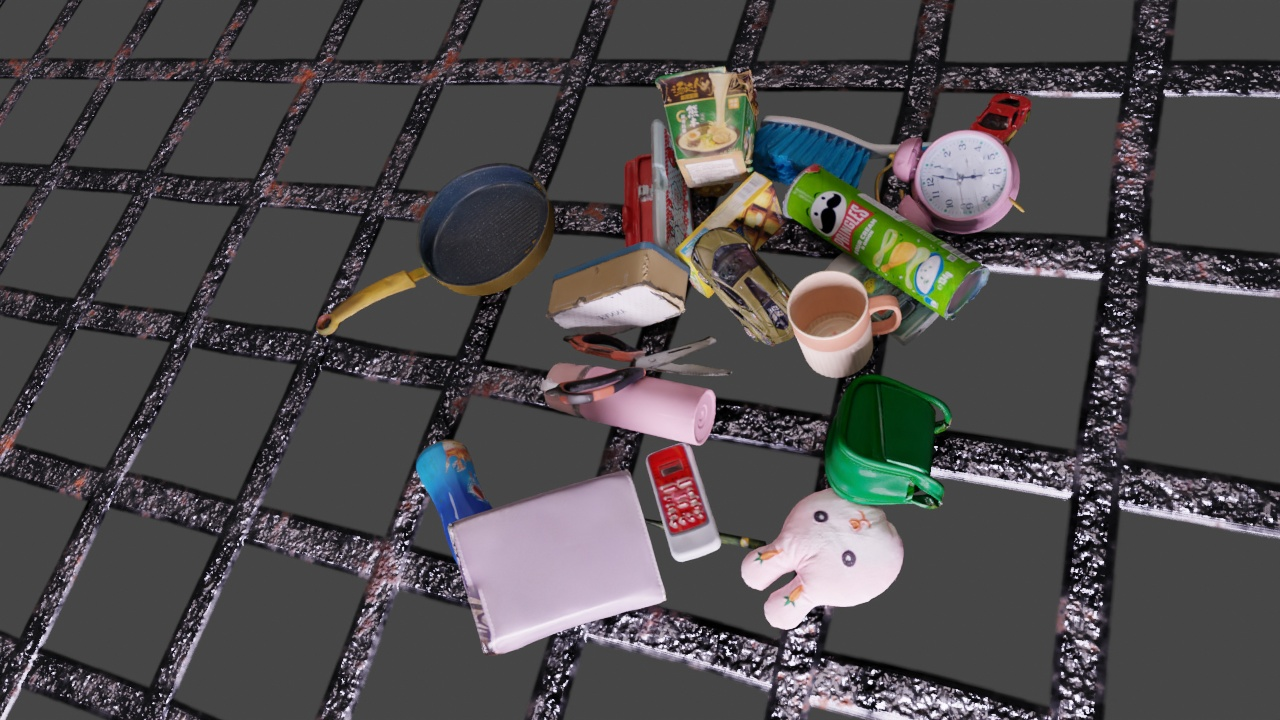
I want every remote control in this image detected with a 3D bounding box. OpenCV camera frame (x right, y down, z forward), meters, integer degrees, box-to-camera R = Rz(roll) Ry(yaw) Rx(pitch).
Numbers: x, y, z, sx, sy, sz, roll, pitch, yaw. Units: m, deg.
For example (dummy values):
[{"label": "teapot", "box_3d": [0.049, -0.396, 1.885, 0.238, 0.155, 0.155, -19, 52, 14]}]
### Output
[{"label": "remote control", "box_3d": [0.046, 0.153, 1.008, 0.056, 0.020, 0.135, -19, 52, 4]}, {"label": "remote control", "box_3d": [0.273, -0.077, 1.052, 0.056, 0.019, 0.135, -41, 59, -3]}]

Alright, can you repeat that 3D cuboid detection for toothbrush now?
[{"label": "toothbrush", "box_3d": [0.047, 0.189, 1.006, 0.186, 0.012, 0.017, 7, 73, 22]}]

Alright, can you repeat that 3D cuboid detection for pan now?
[{"label": "pan", "box_3d": [-0.279, -0.138, 1.245, 0.357, 0.078, 0.197, -39, 58, -2]}]

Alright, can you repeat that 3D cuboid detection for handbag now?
[{"label": "handbag", "box_3d": [0.253, 0.086, 0.936, 0.120, 0.068, 0.131, 16, 45, 9]}, {"label": "handbag", "box_3d": [-0.087, 0.211, 0.962, 0.197, 0.098, 0.145, -16, 76, -11]}]

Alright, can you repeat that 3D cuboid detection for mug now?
[{"label": "mug", "box_3d": [0.225, -0.040, 1.000, 0.115, 0.106, 0.081, -12, 62, 14]}]

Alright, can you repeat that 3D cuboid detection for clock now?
[{"label": "clock", "box_3d": [0.347, -0.202, 1.040, 0.159, 0.059, 0.117, -7, 90, 23]}]

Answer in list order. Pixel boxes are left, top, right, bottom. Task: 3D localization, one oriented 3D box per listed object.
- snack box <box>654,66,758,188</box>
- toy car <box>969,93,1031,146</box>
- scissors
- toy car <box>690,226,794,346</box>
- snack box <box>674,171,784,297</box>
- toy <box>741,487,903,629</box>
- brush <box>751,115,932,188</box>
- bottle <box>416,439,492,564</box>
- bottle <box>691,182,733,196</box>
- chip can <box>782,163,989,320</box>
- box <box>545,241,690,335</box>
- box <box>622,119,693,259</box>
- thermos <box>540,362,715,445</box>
[{"label": "snack box", "box_3d": [0.083, -0.273, 1.102, 0.118, 0.118, 0.105, -5, 74, 14]}, {"label": "toy car", "box_3d": [0.422, -0.281, 1.079, 0.049, 0.031, 0.106, 24, 56, 29]}, {"label": "scissors", "box_3d": [-0.007, 0.006, 1.054, 0.223, 0.015, 0.188, 10, 31, 23]}, {"label": "toy car", "box_3d": [0.123, -0.085, 1.057, 0.070, 0.042, 0.158, -45, 99, -6]}, {"label": "snack box", "box_3d": [0.110, -0.151, 1.107, 0.140, 0.087, 0.034, -43, 59, -5]}, {"label": "toy", "box_3d": [0.183, 0.201, 0.929, 0.159, 0.054, 0.121, -36, 58, 5]}, {"label": "brush", "box_3d": [0.277, -0.246, 1.118, 0.315, 0.060, 0.109, 22, 70, 24]}, {"label": "bottle", "box_3d": [-0.196, 0.192, 1.060, 0.065, 0.065, 0.218, -33, 59, 2]}, {"label": "bottle", "box_3d": [0.097, -0.300, 1.203, 0.057, 0.057, 0.174, -4, 64, 18]}, {"label": "chip can", "box_3d": [0.270, -0.136, 1.031, 0.072, 0.072, 0.236, -46, 61, -7]}, {"label": "box", "box_3d": [-0.024, -0.080, 1.087, 0.185, 0.089, 0.061, -15, 58, 38]}, {"label": "box", "box_3d": [0.016, -0.200, 1.158, 0.095, 0.102, 0.201, -9, 62, 14]}, {"label": "thermos", "box_3d": [-0.019, 0.045, 1.058, 0.199, 0.087, 0.067, 12, 90, 23]}]
